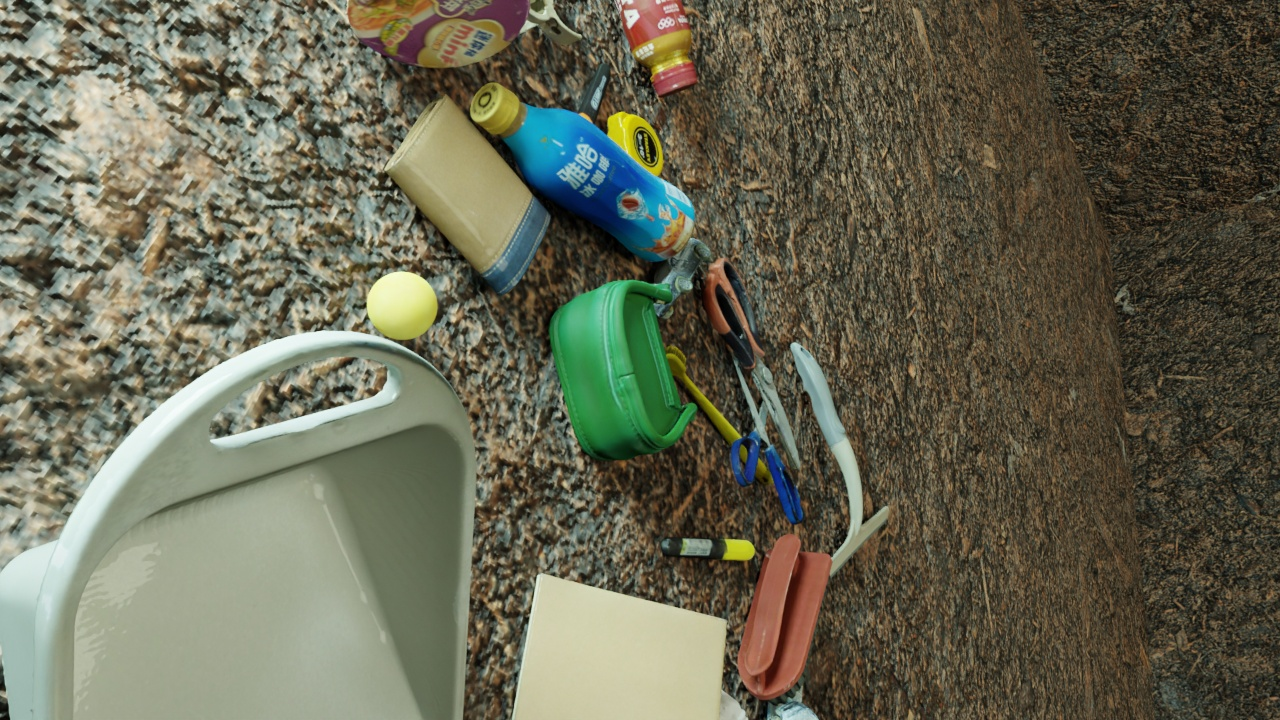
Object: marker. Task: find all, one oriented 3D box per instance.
[{"bbox_3d":[0.057,0.160,0.779,0.124,0.015,0.018,16,66,-48],"label":"marker"},{"bbox_3d":[-0.042,-0.206,0.758,0.018,0.015,0.123,50,42,-39],"label":"marker"}]

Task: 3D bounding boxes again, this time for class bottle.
[{"bbox_3d":[0.005,-0.328,0.825,0.057,0.058,0.175,-35,108,-53],"label":"bottle"},{"bbox_3d":[-0.040,-0.140,0.691,0.218,0.065,0.065,25,60,-50],"label":"bottle"}]

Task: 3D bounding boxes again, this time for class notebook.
[{"bbox_3d":[-0.015,0.258,0.592,0.149,0.012,0.211,20,61,-21],"label":"notebook"}]

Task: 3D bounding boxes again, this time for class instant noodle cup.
[{"bbox_3d":[0.049,0.327,0.674,0.137,0.060,0.173,-34,108,-53],"label":"instant noodle cup"},{"bbox_3d":[-0.131,-0.259,0.580,0.111,0.112,0.099,12,63,-52],"label":"instant noodle cup"}]

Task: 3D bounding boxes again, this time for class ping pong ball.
[{"bbox_3d":[-0.141,-0.032,0.542,0.040,0.040,0.040,22,62,-49],"label":"ping pong ball"}]

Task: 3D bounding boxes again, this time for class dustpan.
[{"bbox_3d":[-0.148,0.127,0.397,0.222,0.143,0.257,-18,93,-55],"label":"dustpan"}]

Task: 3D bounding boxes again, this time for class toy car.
[{"bbox_3d":[0.031,-0.073,0.795,0.034,0.043,0.090,36,43,-7],"label":"toy car"},{"bbox_3d":[0.122,0.339,0.766,0.049,0.031,0.105,17,87,-35],"label":"toy car"}]

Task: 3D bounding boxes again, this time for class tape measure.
[{"bbox_3d":[-0.007,-0.178,0.785,0.057,0.029,0.060,4,76,-53],"label":"tape measure"}]

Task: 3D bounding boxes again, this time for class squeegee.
[{"bbox_3d":[0.210,0.097,0.987,0.245,0.039,0.246,-19,94,-55],"label":"squeegee"}]

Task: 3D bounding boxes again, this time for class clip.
[{"bbox_3d":[-0.081,-0.274,0.712,0.100,0.035,0.076,-21,95,-59],"label":"clip"}]

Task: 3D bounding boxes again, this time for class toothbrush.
[{"bbox_3d":[0.073,0.053,0.833,0.190,0.016,0.016,50,37,-33],"label":"toothbrush"}]

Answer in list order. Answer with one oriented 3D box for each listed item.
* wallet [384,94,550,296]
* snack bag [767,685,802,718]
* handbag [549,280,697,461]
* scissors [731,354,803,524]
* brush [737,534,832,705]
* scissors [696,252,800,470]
[{"bbox_3d":[-0.113,-0.110,0.616,0.115,0.033,0.090,50,40,-32],"label":"wallet"},{"bbox_3d":[0.127,0.309,0.814,0.045,0.026,0.105,31,54,-31],"label":"snack bag"},{"bbox_3d":[-0.004,0.004,0.696,0.120,0.068,0.131,-23,98,-55],"label":"handbag"},{"bbox_3d":[0.113,0.077,0.858,0.162,0.012,0.176,-22,89,-64],"label":"scissors"},{"bbox_3d":[0.122,0.227,0.804,0.069,0.063,0.145,64,37,-37],"label":"brush"},{"bbox_3d":[0.103,0.007,0.866,0.176,0.015,0.210,30,48,-45],"label":"scissors"}]
